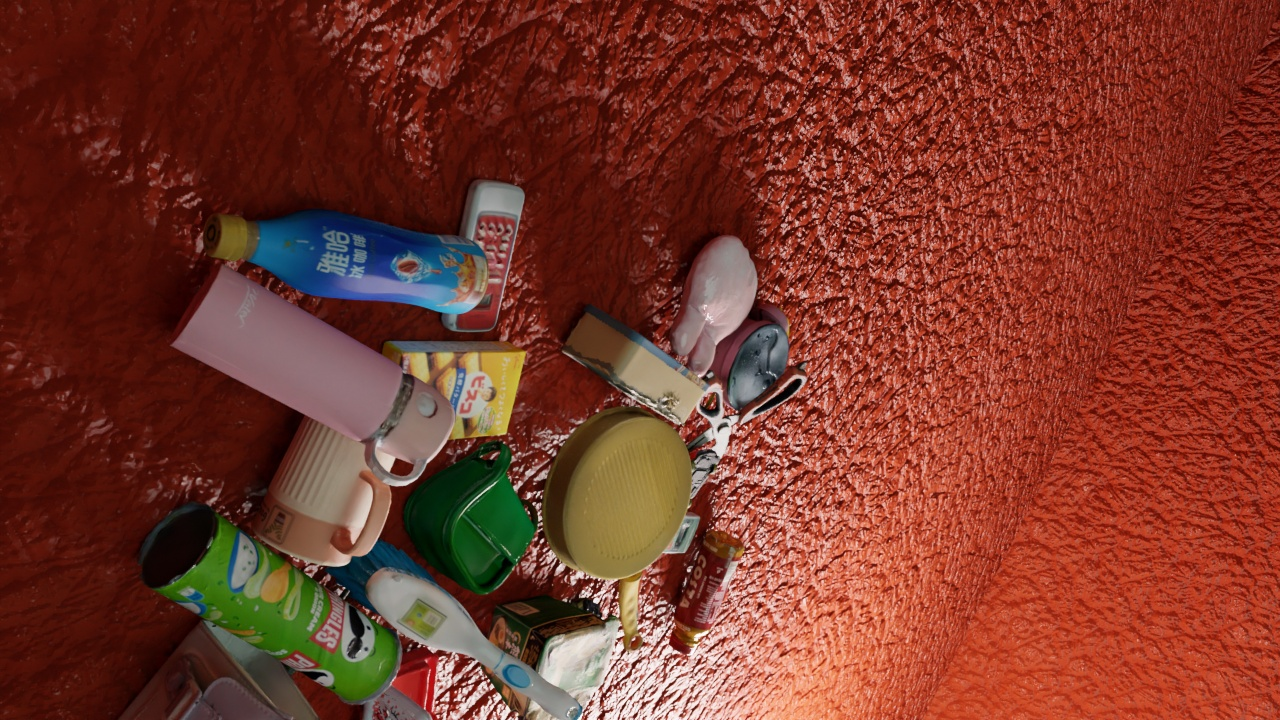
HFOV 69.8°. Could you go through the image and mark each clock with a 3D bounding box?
[{"bbox_3d":[0.140,-0.007,1.149,0.158,0.060,0.117,-28,130,-35],"label":"clock"}]

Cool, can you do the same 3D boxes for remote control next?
[{"bbox_3d":[-0.138,-0.090,0.807,0.055,0.020,0.136,-1,112,-48],"label":"remote control"},{"bbox_3d":[0.026,0.221,1.183,0.135,0.019,0.056,16,99,-52],"label":"remote control"}]

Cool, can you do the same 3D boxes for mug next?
[{"bbox_3d":[-0.239,0.103,0.727,0.081,0.115,0.106,25,89,-50],"label":"mug"}]

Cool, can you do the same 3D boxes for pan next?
[{"bbox_3d":[-0.019,0.219,1.085,0.197,0.078,0.358,-28,119,-33],"label":"pan"}]

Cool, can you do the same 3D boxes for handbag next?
[{"bbox_3d":[-0.159,0.154,0.897,0.120,0.068,0.131,-48,139,-31],"label":"handbag"},{"bbox_3d":[-0.351,0.323,0.702,0.196,0.145,0.098,-54,144,-13],"label":"handbag"}]

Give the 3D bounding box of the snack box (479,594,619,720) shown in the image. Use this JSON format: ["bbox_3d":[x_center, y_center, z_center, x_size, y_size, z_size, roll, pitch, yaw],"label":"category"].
[{"bbox_3d":[-0.110,0.319,1.014,0.118,0.106,0.117,4,106,-51],"label":"snack box"}]

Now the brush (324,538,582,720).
[{"bbox_3d":[-0.165,0.264,0.870,0.060,0.109,0.314,-53,136,-16],"label":"brush"}]

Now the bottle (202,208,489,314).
[{"bbox_3d":[-0.214,-0.076,0.689,0.218,0.065,0.065,4,108,-51],"label":"bottle"}]

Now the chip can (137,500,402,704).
[{"bbox_3d":[-0.292,0.203,0.746,0.072,0.072,0.236,-50,135,-17],"label":"chip can"}]

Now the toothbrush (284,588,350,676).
[{"bbox_3d":[-0.295,0.253,0.829,0.185,0.017,0.012,-54,140,-13],"label":"toothbrush"}]

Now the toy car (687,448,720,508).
[{"bbox_3d":[0.058,0.149,1.150,0.049,0.031,0.106,8,126,-43],"label":"toy car"}]

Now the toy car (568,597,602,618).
[{"bbox_3d":[-0.095,0.360,1.103,0.158,0.042,0.070,-60,144,-14],"label":"toy car"}]

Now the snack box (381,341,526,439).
[{"bbox_3d":[-0.173,0.027,0.827,0.140,0.034,0.087,-2,113,-51],"label":"snack box"}]

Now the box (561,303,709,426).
[{"bbox_3d":[-0.006,0.006,0.962,0.061,0.090,0.184,-56,146,-3],"label":"box"}]

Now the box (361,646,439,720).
[{"bbox_3d":[-0.234,0.405,0.923,0.095,0.102,0.202,-9,119,-46],"label":"box"}]

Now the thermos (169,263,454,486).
[{"bbox_3d":[-0.230,0.018,0.658,0.198,0.067,0.087,36,46,-29],"label":"thermos"}]

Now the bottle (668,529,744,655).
[{"bbox_3d":[0.089,0.326,1.287,0.057,0.057,0.175,12,102,-52],"label":"bottle"}]

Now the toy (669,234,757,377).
[{"bbox_3d":[0.082,-0.063,1.045,0.159,0.054,0.121,-60,140,-20],"label":"toy"}]

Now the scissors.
[{"bbox_3d":[0.110,0.068,1.108,0.189,0.015,0.223,-18,145,-10],"label":"scissors"}]
